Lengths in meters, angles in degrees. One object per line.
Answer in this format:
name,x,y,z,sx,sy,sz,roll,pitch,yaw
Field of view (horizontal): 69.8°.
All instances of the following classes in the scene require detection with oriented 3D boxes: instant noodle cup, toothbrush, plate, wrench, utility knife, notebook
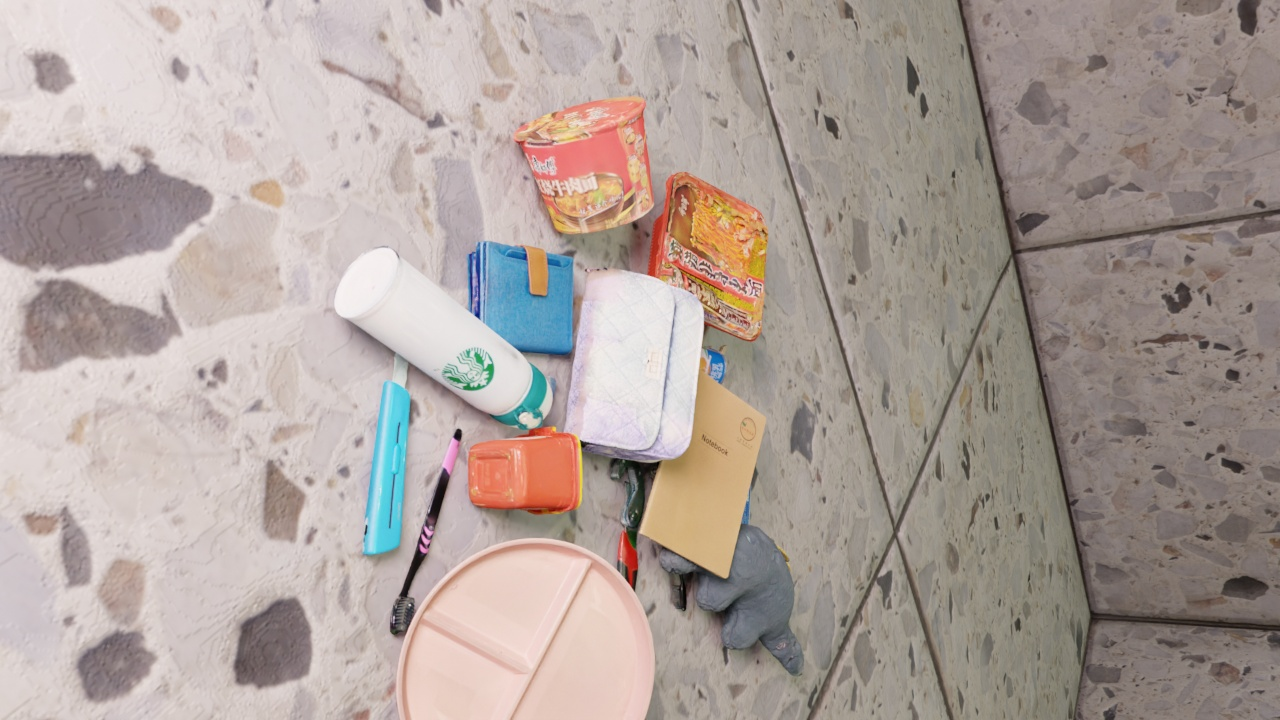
instant noodle cup,-0.048,-0.200,0.948,0.137,0.138,0.109,-47,130,-47
toothbrush,-0.182,0.144,0.798,0.014,0.018,0.188,37,54,-38
instant noodle cup,0.077,-0.122,1.127,0.164,0.079,0.188,22,64,-32
plate,-0.097,0.271,0.801,0.229,0.028,0.229,4,80,-21
toothbrush,0.035,0.207,1.102,0.014,0.017,0.189,-6,87,-66
wrench,-0.018,0.241,1.015,0.056,0.016,0.273,18,70,-53
utility knife,-0.209,0.063,0.772,0.034,0.018,0.198,20,68,-51
notebook,0.077,0.127,1.055,0.147,0.008,0.207,35,62,-35

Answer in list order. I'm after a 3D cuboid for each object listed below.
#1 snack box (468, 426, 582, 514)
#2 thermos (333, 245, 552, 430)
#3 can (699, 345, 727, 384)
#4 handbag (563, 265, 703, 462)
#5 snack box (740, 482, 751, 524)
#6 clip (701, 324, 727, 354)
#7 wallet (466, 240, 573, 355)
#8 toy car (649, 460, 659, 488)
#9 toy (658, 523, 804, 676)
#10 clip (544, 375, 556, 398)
snack box,-0.108,0.102,0.848,0.080,0.091,0.082,5,81,-47
thermos,-0.158,-0.008,0.794,0.224,0.073,0.073,43,51,-46
can,0.038,-0.002,1.080,0.134,0.053,0.053,17,71,-40
handbag,-0.006,0.006,0.967,0.134,0.076,0.193,12,73,-20
snack box,0.093,0.165,1.175,0.157,0.026,0.084,25,64,-50
clip,0.078,-0.002,1.174,0.092,0.035,0.103,40,58,-43
wallet,-0.114,-0.060,0.909,0.132,0.040,0.106,4,86,-56
toy car,0.026,0.160,1.062,0.042,0.035,0.090,65,33,-68
toy,0.132,0.284,1.156,0.356,0.092,0.137,51,48,-37
clip,-0.104,0.021,0.925,0.057,0.031,0.025,37,57,-51
